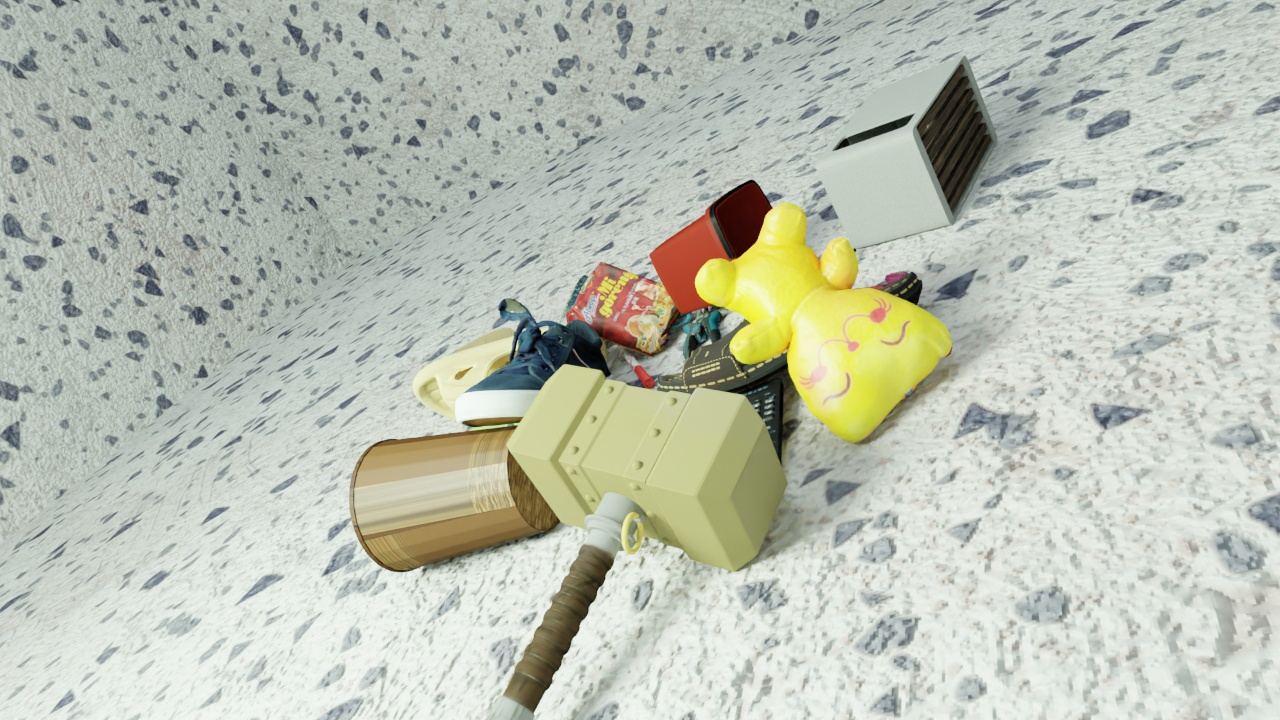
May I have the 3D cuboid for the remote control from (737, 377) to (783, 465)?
[{"bbox_3d":[0.101,0.067,0.780,0.047,0.022,0.150,-22,24,22],"label":"remote control"}]

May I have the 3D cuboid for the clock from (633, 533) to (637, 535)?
[{"bbox_3d":[0.022,0.087,0.798,0.114,0.052,0.151,-18,28,31],"label":"clock"}]

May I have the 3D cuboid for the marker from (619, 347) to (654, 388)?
[{"bbox_3d":[-0.006,0.006,1.077,0.013,0.013,0.142,-32,20,-3],"label":"marker"}]

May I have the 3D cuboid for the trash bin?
[{"bbox_3d":[0.314,-0.243,1.066,0.115,0.114,0.228,-12,28,41],"label":"trash bin"}]

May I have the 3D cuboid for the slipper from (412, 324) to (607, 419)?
[{"bbox_3d":[-0.160,0.033,1.124,0.262,0.111,0.079,-19,45,19],"label":"slipper"}]

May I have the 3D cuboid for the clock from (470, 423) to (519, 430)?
[{"bbox_3d":[-0.166,0.100,1.037,0.120,0.042,0.094,-20,24,24],"label":"clock"}]

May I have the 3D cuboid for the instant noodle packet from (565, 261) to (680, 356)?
[{"bbox_3d":[-0.014,-0.064,1.120,0.135,0.040,0.098,21,60,16],"label":"instant noodle packet"}]

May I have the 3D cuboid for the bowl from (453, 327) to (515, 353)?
[{"bbox_3d":[-0.232,0.017,1.308,0.152,0.050,0.152,-27,21,11],"label":"bowl"}]

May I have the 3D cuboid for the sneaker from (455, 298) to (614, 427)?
[{"bbox_3d":[-0.108,-0.003,0.937,0.121,0.127,0.294,-7,6,17],"label":"sneaker"}]

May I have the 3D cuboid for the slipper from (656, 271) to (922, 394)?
[{"bbox_3d":[0.130,-0.032,0.865,0.268,0.076,0.112,-24,2,15],"label":"slipper"}]

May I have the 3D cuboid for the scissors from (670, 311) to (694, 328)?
[{"bbox_3d":[0.044,-0.069,1.185,0.133,0.015,0.135,-40,25,-21],"label":"scissors"}]

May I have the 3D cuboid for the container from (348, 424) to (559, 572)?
[{"bbox_3d":[-0.167,0.125,0.875,0.168,0.132,0.131,-14,25,25],"label":"container"}]

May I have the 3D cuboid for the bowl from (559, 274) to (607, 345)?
[{"bbox_3d":[-0.067,-0.048,1.199,0.114,0.061,0.114,26,-94,-87],"label":"bowl"}]

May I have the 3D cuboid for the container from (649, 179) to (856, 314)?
[{"bbox_3d":[0.129,-0.138,1.066,0.201,0.127,0.147,-23,12,36],"label":"container"}]

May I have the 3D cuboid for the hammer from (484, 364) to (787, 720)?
[{"bbox_3d":[-0.048,0.167,0.624,0.190,0.101,0.323,9,54,32],"label":"hammer"}]

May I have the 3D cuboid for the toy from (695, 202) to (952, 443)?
[{"bbox_3d":[0.142,-0.028,0.758,0.134,0.194,0.087,-44,-20,-8],"label":"toy"}]

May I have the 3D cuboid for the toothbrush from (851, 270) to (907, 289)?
[{"bbox_3d":[0.199,-0.071,0.967,0.190,0.016,0.016,-7,32,47],"label":"toothbrush"}]

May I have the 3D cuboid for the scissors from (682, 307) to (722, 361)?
[{"bbox_3d":[0.066,-0.033,1.059,0.141,0.019,0.128,-41,22,-31],"label":"scissors"}]
